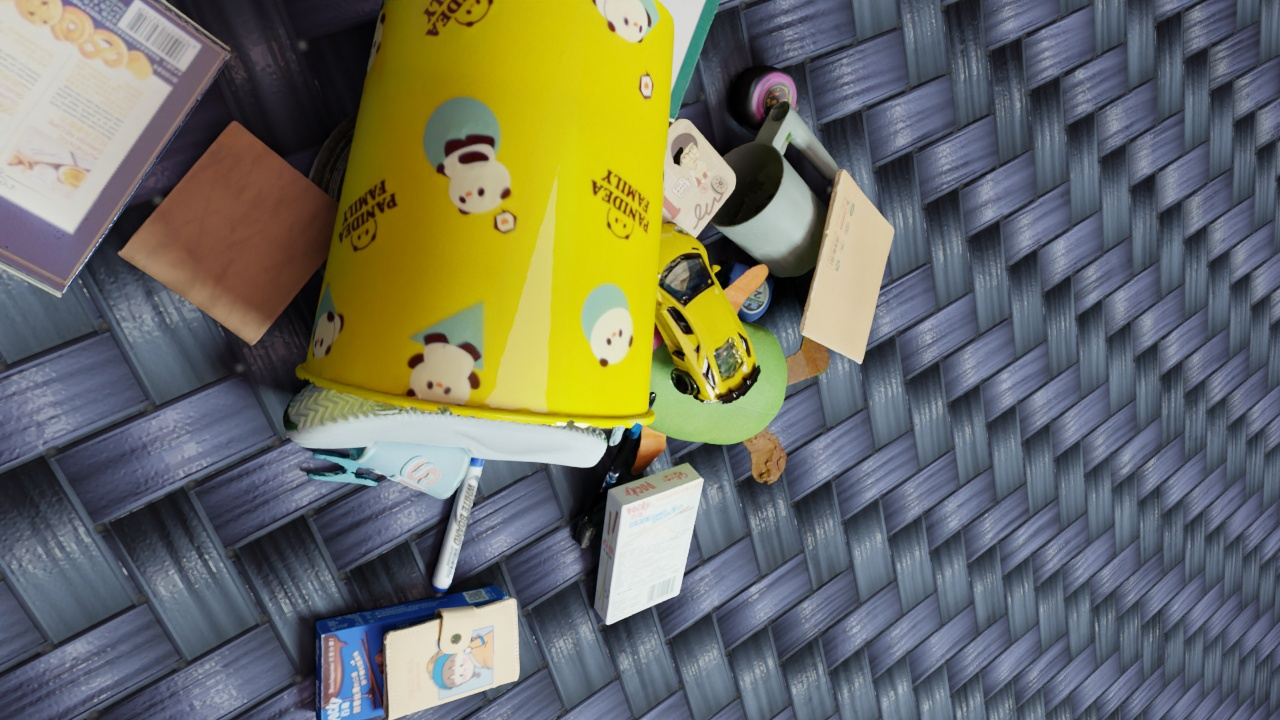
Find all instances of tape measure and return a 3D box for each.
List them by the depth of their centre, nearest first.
[{"bbox_3d":[0.108,-0.232,0.814,0.057,0.039,0.058,-38,128,-11],"label":"tape measure"},{"bbox_3d":[0.096,-0.064,0.862,0.058,0.025,0.054,16,96,-32],"label":"tape measure"}]

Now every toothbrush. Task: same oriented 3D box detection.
[{"bbox_3d":[-0.022,0.098,0.784,0.014,0.016,0.190,0,132,-33],"label":"toothbrush"}]

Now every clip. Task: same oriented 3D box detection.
[{"bbox_3d":[-0.225,0.082,0.699,0.056,0.014,0.043,12,97,-36],"label":"clip"}]

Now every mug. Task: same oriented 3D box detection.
[{"bbox_3d":[0.125,-0.148,0.815,0.103,0.084,0.124,33,85,-45],"label":"mug"}]

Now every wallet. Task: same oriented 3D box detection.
[{"bbox_3d":[-0.262,-0.082,0.606,0.115,0.020,0.101,-48,118,0],"label":"wallet"},{"bbox_3d":[-0.154,0.240,0.752,0.115,0.024,0.087,-6,111,-31],"label":"wallet"}]

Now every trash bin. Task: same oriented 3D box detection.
[{"bbox_3d":[-0.086,-0.101,0.590,0.229,0.230,0.255,6,94,-35],"label":"trash bin"}]

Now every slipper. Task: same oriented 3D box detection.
[{"bbox_3d":[-0.141,0.059,0.688,0.245,0.104,0.074,9,105,-29],"label":"slipper"}]

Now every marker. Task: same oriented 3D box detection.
[{"bbox_3d":[-0.148,0.122,0.759,0.016,0.017,0.146,13,96,-35],"label":"marker"}]

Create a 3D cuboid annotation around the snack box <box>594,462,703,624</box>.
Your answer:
[{"bbox_3d":[0.006,0.169,0.839,0.084,0.027,0.157,-15,130,-29],"label":"snack box"}]

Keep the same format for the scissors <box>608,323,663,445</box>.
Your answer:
[{"bbox_3d":[-0.005,0.004,0.735,0.057,0.017,0.133,18,87,-24],"label":"scissors"}]

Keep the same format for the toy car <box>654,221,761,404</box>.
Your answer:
[{"bbox_3d":[0.041,-0.037,0.726,0.071,0.041,0.156,-36,108,-29],"label":"toy car"}]

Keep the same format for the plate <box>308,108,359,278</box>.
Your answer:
[{"bbox_3d":[-0.160,-0.109,0.682,0.179,0.024,0.179,-11,109,-33],"label":"plate"}]

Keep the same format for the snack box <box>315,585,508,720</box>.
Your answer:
[{"bbox_3d":[-0.188,0.243,0.761,0.156,0.026,0.084,-3,105,-33],"label":"snack box"}]

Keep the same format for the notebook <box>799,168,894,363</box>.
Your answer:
[{"bbox_3d":[0.200,-0.081,0.873,0.207,0.008,0.148,15,89,-62],"label":"notebook"}]

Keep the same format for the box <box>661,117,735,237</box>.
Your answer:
[{"bbox_3d":[-0.012,-0.118,0.753,0.091,0.077,0.168,40,86,-36],"label":"box"}]

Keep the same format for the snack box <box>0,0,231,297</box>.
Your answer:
[{"bbox_3d":[-0.364,-0.160,0.518,0.178,0.046,0.182,36,82,-35],"label":"snack box"}]

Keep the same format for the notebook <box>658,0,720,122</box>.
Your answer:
[{"bbox_3d":[-0.007,-0.304,0.689,0.150,0.012,0.209,21,92,-6],"label":"notebook"}]

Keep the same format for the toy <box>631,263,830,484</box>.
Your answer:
[{"bbox_3d":[0.058,0.015,0.822,0.246,0.090,0.227,20,104,-32],"label":"toy"}]
